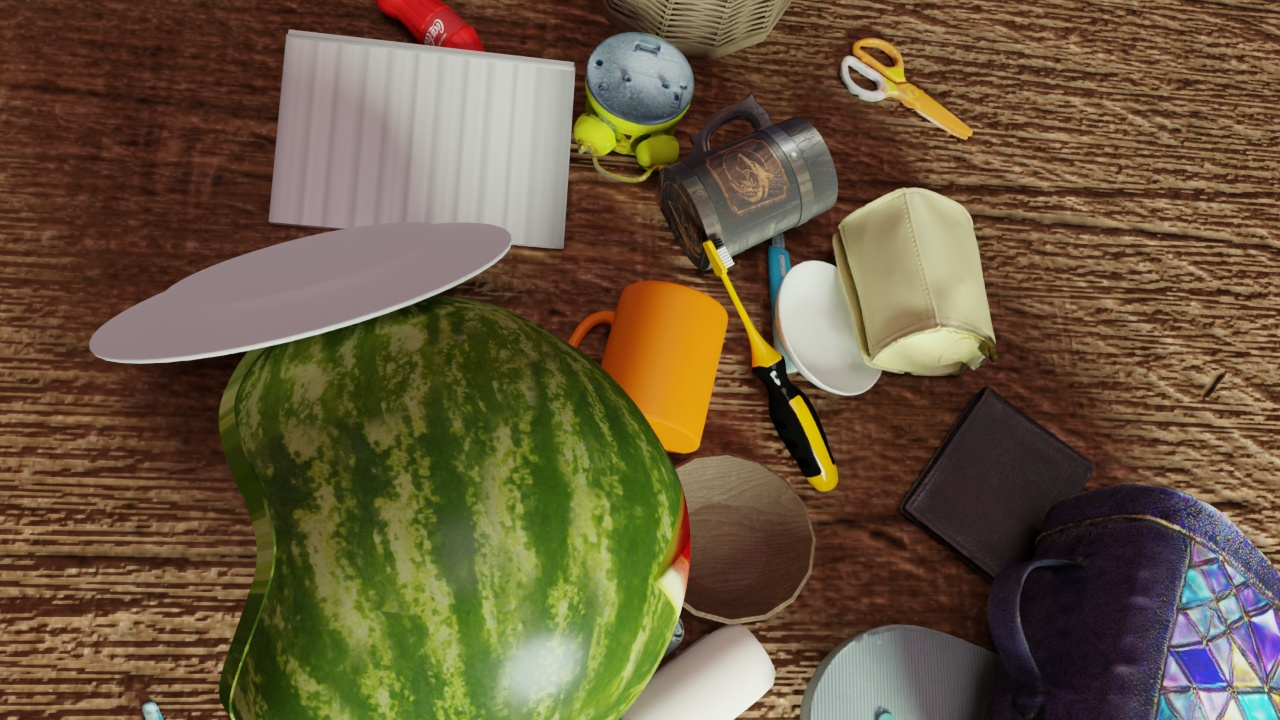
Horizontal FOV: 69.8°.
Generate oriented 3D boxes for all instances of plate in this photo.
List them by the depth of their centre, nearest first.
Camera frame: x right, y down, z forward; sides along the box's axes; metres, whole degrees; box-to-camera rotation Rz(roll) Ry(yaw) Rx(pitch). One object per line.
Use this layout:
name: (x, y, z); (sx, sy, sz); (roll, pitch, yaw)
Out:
plate: (-0.197, -0.053, 0.545); (0.242, 0.242, 0.016); (-17, 111, -14)
plate: (0.134, -0.021, 0.673); (0.104, 0.026, 0.104); (14, 63, -29)

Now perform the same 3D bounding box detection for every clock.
clock: (-0.006, -0.191, 0.701); (0.083, 0.057, 0.119); (13, 70, -6)

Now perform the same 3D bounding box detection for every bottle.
bottle: (0.015, 0.222, 0.570); (0.146, 0.051, 0.051); (-31, 79, -17)
bottle: (-0.151, -0.251, 0.708); (0.119, 0.036, 0.036); (42, 70, 5)

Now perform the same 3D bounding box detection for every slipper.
slipper: (0.218, 0.235, 0.607); (0.268, 0.055, 0.098); (13, 67, -17)

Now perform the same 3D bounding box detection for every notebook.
notebook: (-0.157, -0.162, 0.675); (0.209, 0.009, 0.142); (4, 85, -8)

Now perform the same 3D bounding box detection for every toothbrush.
toothbrush: (0.090, 0.005, 0.640); (0.030, 0.031, 0.197); (-30, 98, -20)

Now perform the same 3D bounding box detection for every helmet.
helmet: (-0.094, 0.103, 0.493); (0.243, 0.213, 0.246); (-10, 59, 1)

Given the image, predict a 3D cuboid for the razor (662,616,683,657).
razor: (-0.039, 0.201, 0.562); (0.151, 0.067, 0.054); (-43, 98, -14)

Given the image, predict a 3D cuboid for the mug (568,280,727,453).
mug: (-0.004, 0.004, 0.633); (0.113, 0.077, 0.095); (7, 68, 21)

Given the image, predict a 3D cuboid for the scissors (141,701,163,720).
scissors: (-0.259, 0.261, 0.536); (0.137, 0.011, 0.134); (-19, 74, -14)

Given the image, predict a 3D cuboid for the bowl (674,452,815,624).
bowl: (0.056, 0.121, 0.615); (0.118, 0.030, 0.117); (3, 59, -6)

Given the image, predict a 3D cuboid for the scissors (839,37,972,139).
scissors: (0.225, -0.223, 0.772); (0.128, 0.013, 0.064); (39, 71, 6)

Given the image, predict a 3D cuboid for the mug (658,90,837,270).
mug: (0.071, -0.139, 0.680); (0.107, 0.080, 0.115); (-25, 71, -10)

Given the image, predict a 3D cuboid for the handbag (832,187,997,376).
handbag: (0.208, -0.051, 0.672); (0.111, 0.081, 0.119); (11, 62, -39)

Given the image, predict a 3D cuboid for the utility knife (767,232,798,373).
utility knife: (0.104, -0.074, 0.704); (0.022, 0.015, 0.180); (2, 69, -15)

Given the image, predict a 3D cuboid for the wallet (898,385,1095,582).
wallet: (0.259, 0.092, 0.666); (0.099, 0.031, 0.119); (37, 73, 7)

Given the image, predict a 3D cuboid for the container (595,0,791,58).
container: (0.055, -0.370, 0.695); (0.227, 0.196, 0.226); (3, 71, -8)

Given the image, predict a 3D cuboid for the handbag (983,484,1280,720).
handbag: (0.297, 0.201, 0.551); (0.222, 0.126, 0.204); (38, 59, -9)
